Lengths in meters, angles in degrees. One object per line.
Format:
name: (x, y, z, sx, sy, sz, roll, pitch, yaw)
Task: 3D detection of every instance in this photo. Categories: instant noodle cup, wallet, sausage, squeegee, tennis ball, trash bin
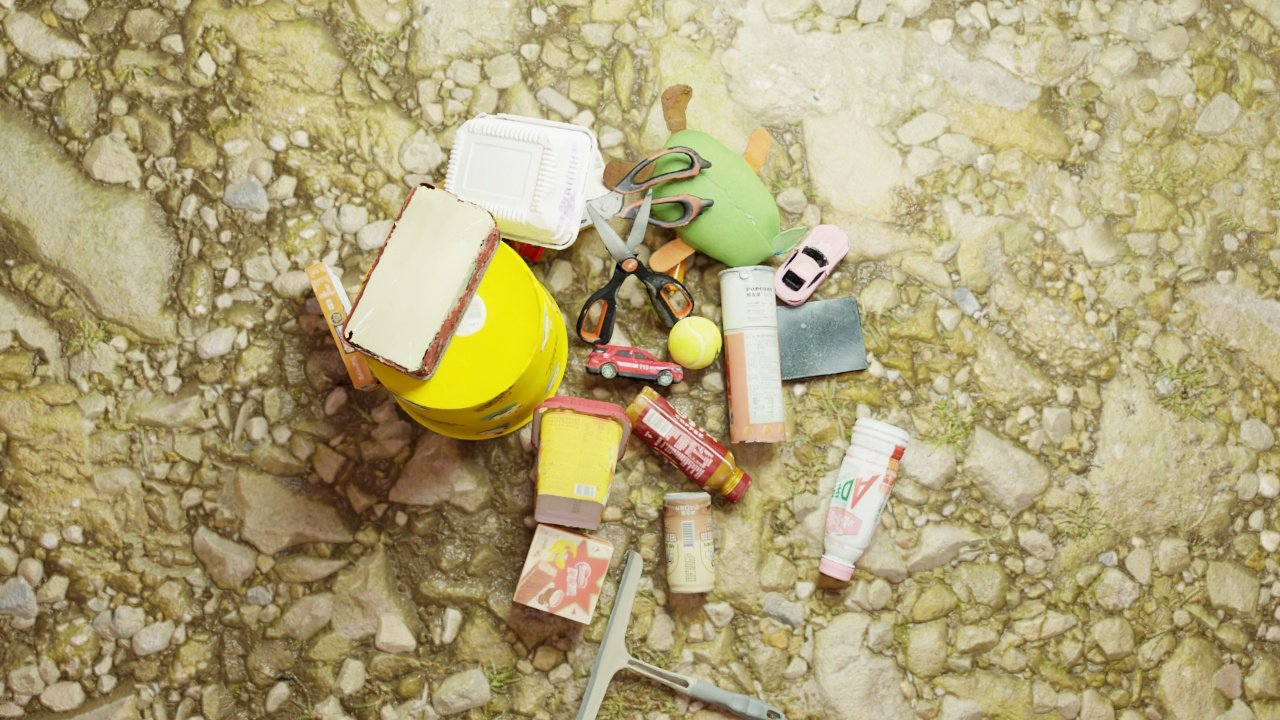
instant noodle cup: (-0.075, 0.121, 1.064, 0.116, 0.116, 0.123, 9, 55, -4)
wallet: (0.225, -0.028, 1.167, 0.121, 0.019, 0.097, -8, 84, -7)
sausage: (0.056, -0.160, 1.164, 0.021, 0.021, 0.165, 14, 83, -3)
instant noodle cup: (-0.144, -0.205, 1.015, 0.174, 0.060, 0.138, 15, 96, 24)
squeegee: (0.058, 0.389, 1.102, 0.246, 0.039, 0.246, 23, 66, -8)
tennis ball: (0.067, -0.022, 1.128, 0.065, 0.065, 0.065, 0, 84, -4)
instant noodle cup: (-0.103, -0.196, 1.116, 0.124, 0.116, 0.116, -19, 86, -17)
trash bin: (-0.196, -0.030, 1.015, 0.229, 0.255, 0.229, 0, 84, -4)

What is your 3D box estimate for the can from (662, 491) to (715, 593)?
can: (0.059, 0.219, 1.108, 0.058, 0.058, 0.116, -3, 85, -5)

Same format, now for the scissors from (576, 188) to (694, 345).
scissors: (-0.016, -0.095, 1.085, 0.220, 0.021, 0.225, 29, 119, -38)

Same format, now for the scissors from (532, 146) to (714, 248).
scissors: (-0.020, -0.169, 1.052, 0.194, 0.015, 0.206, 29, 99, -15)

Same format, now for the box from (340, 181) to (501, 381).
box: (-0.200, -0.072, 0.849, 0.091, 0.079, 0.168, 25, 83, 0)

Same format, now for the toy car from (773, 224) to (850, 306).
toy car: (0.216, -0.123, 1.161, 0.056, 0.037, 0.122, 40, 81, 12)

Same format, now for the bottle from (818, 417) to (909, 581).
bottle: (0.268, 0.171, 1.128, 0.068, 0.068, 0.197, 20, 88, -2)

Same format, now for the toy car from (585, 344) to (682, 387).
toy car: (-0.007, 0.007, 1.127, 0.120, 0.053, 0.045, 10, 87, -5)

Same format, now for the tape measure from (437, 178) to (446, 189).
tape measure: (-0.227, -0.200, 1.143, 0.060, 0.029, 0.057, -6, 86, -5)

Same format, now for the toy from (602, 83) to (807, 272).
toy: (0.081, -0.201, 1.115, 0.246, 0.090, 0.227, 41, 87, -19)

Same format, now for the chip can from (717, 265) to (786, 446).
chip can: (0.138, -0.004, 1.130, 0.071, 0.071, 0.214, -3, 85, -5)

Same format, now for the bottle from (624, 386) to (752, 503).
bottle: (0.058, 0.106, 1.119, 0.175, 0.057, 0.057, 39, 83, 0)

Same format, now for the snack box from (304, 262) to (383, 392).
snack box: (-0.351, -0.038, 1.094, 0.026, 0.075, 0.153, -24, 87, -8)

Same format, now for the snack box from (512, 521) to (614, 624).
snack box: (-0.091, 0.248, 1.084, 0.094, 0.077, 0.092, 19, 83, -3)
